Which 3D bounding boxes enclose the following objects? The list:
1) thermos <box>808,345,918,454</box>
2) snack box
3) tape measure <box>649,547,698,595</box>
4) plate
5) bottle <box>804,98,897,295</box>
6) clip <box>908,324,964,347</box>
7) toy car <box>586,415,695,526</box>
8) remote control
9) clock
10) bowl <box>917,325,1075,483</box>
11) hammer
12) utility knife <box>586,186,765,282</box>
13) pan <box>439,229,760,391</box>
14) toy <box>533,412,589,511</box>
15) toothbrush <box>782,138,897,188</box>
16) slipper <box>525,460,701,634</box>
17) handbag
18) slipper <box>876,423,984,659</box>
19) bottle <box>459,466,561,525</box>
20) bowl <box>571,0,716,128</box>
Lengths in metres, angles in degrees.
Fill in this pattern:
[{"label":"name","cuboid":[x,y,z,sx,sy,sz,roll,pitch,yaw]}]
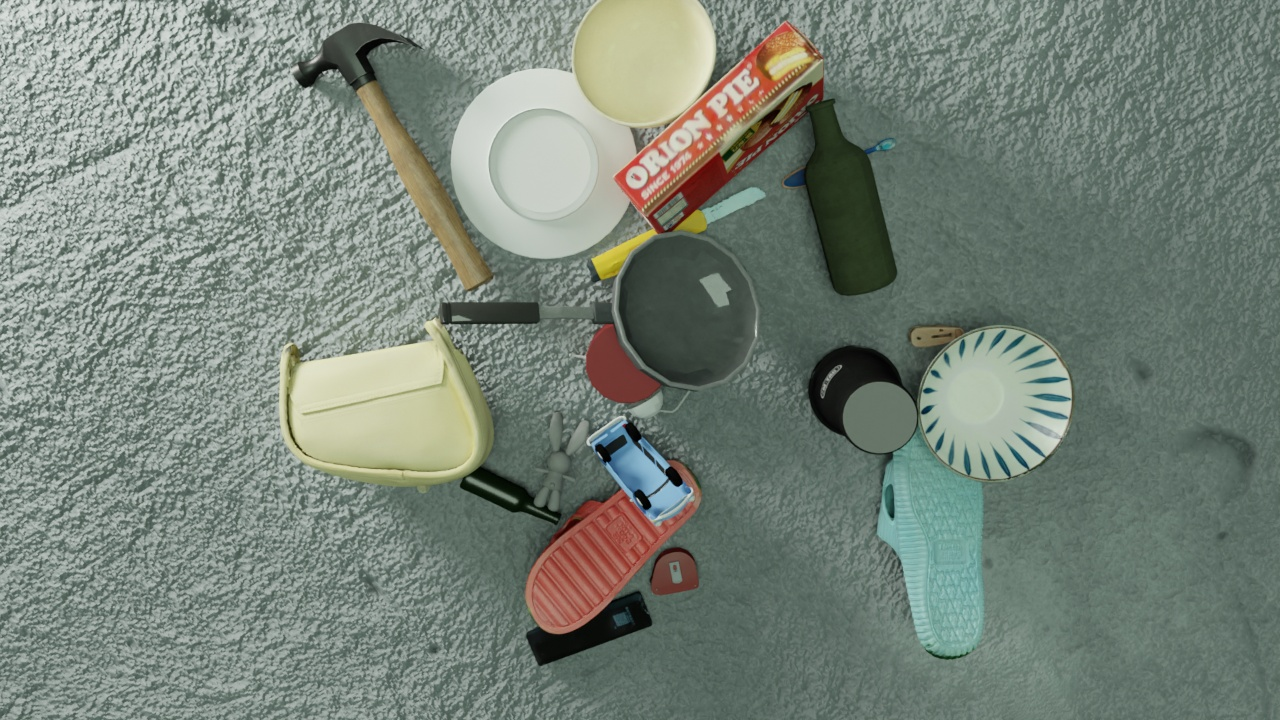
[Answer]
[{"label":"thermos","cuboid":[0.238,0.044,0.972,0.106,0.218,0.106,1,95,7]},{"label":"snack box","cuboid":[0.086,-0.236,0.966,0.236,0.113,0.060,-40,80,6]},{"label":"tape measure","cuboid":[0.038,0.253,1.102,0.059,0.019,0.051,-11,100,1]},{"label":"plate","cuboid":[-0.108,-0.218,1.022,0.208,0.015,0.209,0,100,0]},{"label":"bottle","cuboid":[0.220,-0.176,0.992,0.071,0.071,0.207,-18,106,2]},{"label":"clip","cuboid":[0.340,-0.028,1.051,0.061,0.049,0.026,-8,101,-27]},{"label":"toy car","cuboid":[0.001,0.125,1.027,0.056,0.153,0.055,-35,137,-12]},{"label":"remote control","cuboid":[-0.062,0.328,1.112,0.150,0.022,0.047,-21,99,3]},{"label":"clock","cuboid":[-0.006,0.006,1.044,0.137,0.048,0.096,34,98,-6]},{"label":"bowl","cuboid":[0.390,0.044,1.041,0.177,0.071,0.177,0,98,-3]},{"label":"hammer","cuboid":[-0.248,-0.219,1.008,0.132,0.040,0.305,-28,99,10]},{"label":"utility knife","cuboid":[0.039,-0.144,1.035,0.218,0.019,0.030,-24,104,9]},{"label":"pan","cuboid":[-0.035,-0.050,0.971,0.356,0.041,0.178,-2,80,-25]},{"label":"toy","cuboid":[-0.095,0.119,1.066,0.049,0.030,0.111,17,87,-3]},{"label":"toothbrush","cuboid":[0.223,-0.220,1.023,0.135,0.017,0.021,-21,101,3]},{"label":"slipper","cuboid":[-0.036,0.211,1.076,0.248,0.059,0.103,-43,97,-9]},{"label":"handbag","cuboid":[-0.286,0.058,1.029,0.233,0.088,0.191,-8,84,3]},{"label":"slipper","cuboid":[0.341,0.204,1.070,0.116,0.069,0.276,-1,81,-11]},{"label":"bottle","cuboid":[-0.151,0.161,1.078,0.123,0.033,0.033,27,98,-5]},{"label":"bowl","cuboid":[0.010,-0.312,0.969,0.151,0.075,0.150,0,90,12]}]
